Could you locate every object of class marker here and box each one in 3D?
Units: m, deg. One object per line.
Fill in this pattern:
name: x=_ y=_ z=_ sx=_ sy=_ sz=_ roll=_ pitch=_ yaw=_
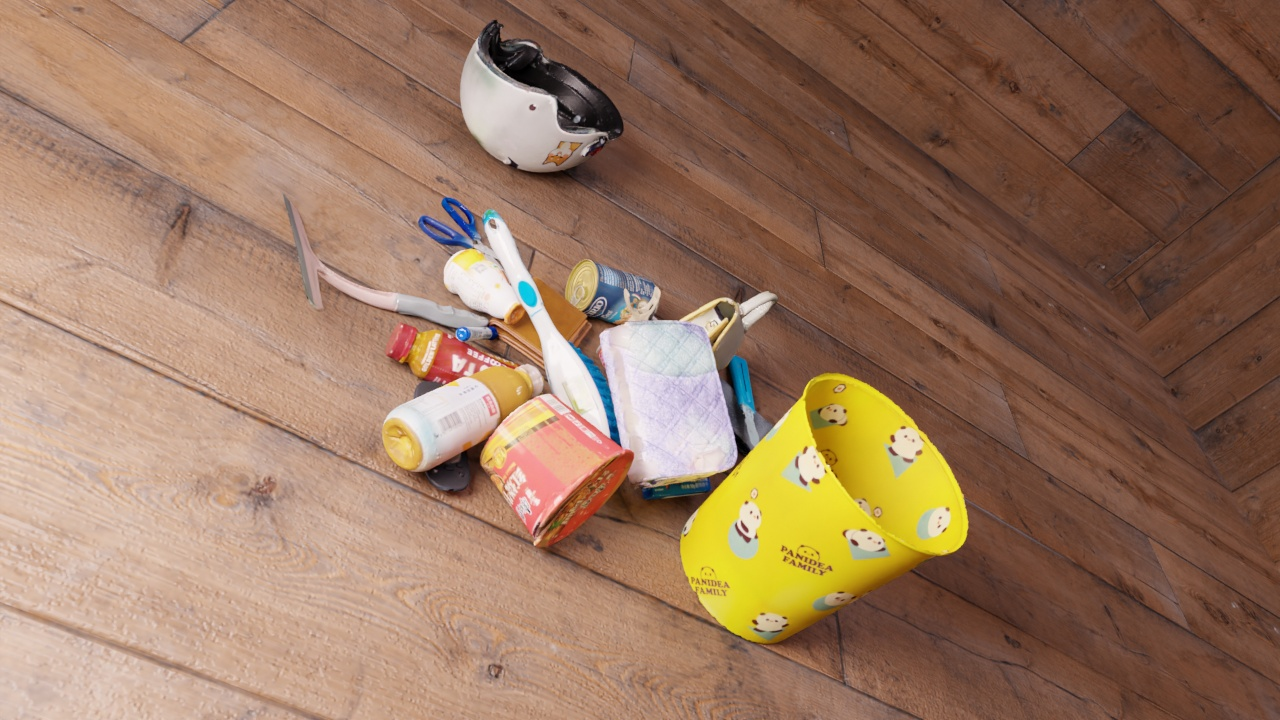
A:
marker: x=-0.187 y=-0.030 z=1.051 sx=0.017 sy=0.017 sz=0.145 roll=43 pitch=4 yaw=1

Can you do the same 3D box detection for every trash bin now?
trash bin: x=0.191 y=0.181 z=1.042 sx=0.229 sy=0.256 sz=0.229 roll=27 pitch=36 yaw=-22

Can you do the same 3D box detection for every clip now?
clip: x=0.000 y=-0.054 z=1.256 sx=0.071 sy=0.100 sz=0.034 roll=-6 pitch=32 yaw=-15

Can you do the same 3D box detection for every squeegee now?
squeegee: x=-0.285 y=-0.075 z=1.046 sx=0.249 sy=0.040 sz=0.247 roll=22 pitch=20 yaw=-36

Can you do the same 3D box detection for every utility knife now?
utility knife: x=0.153 y=0.059 z=1.327 sx=0.034 sy=0.018 sz=0.237 roll=33 pitch=25 yaw=-19

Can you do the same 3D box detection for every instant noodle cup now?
instant noodle cup: x=-0.091 y=0.108 z=0.957 sx=0.108 sy=0.138 sz=0.137 roll=44 pitch=32 yaw=18

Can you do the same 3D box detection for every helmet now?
helmet: x=-0.167 y=-0.375 z=1.404 sx=0.230 sy=0.157 sz=0.273 roll=54 pitch=24 yaw=20

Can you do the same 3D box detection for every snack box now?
snack box: x=0.032 y=0.090 z=1.132 sx=0.084 sy=0.026 sz=0.157 roll=-1 pitch=72 yaw=-31

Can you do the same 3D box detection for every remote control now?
remote control: x=-0.210 y=0.081 z=0.956 sx=0.053 sy=0.024 sz=0.136 roll=10 pitch=47 yaw=-35

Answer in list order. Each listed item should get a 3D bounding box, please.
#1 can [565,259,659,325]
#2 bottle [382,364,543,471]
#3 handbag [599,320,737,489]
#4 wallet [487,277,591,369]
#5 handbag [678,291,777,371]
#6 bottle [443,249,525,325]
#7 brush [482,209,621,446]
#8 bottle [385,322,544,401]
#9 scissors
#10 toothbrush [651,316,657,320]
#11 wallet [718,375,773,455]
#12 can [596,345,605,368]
can: x=-0.039 y=-0.091 z=1.282 sx=0.111 sy=0.075 sz=0.075 roll=14 pitch=42 yaw=-36
bottle: x=-0.174 y=0.051 z=0.938 sx=0.068 sy=0.068 sz=0.189 roll=49 pitch=40 yaw=11
handbag: x=0.030 y=0.052 z=1.082 sx=0.134 sy=0.076 sz=0.193 roll=-1 pitch=70 yaw=-33
wallet: x=-0.120 y=-0.044 z=1.182 sx=0.119 sy=0.035 sz=0.130 roll=39 pitch=35 yaw=-4
handbag: x=0.115 y=-0.038 z=1.255 sx=0.063 sy=0.179 sz=0.163 roll=56 pitch=3 yaw=14
bottle: x=-0.188 y=-0.087 z=1.121 sx=0.108 sy=0.063 sz=0.063 roll=39 pitch=31 yaw=19
brush: x=-0.103 y=-0.028 z=1.077 sx=0.314 sy=0.060 sz=0.109 roll=65 pitch=7 yaw=13
bottle: x=-0.195 y=0.010 z=1.022 sx=0.174 sy=0.058 sz=0.057 roll=25 pitch=37 yaw=-24
scissors: x=-0.222 y=-0.161 z=1.233 sx=0.162 sy=0.012 sz=0.164 roll=13 pitch=44 yaw=-39
toothbrush: x=0.041 y=-0.047 z=1.367 sx=0.180 sy=0.016 sz=0.016 roll=44 pitch=35 yaw=2
wallet: x=0.131 y=0.075 z=1.321 sx=0.121 sy=0.019 sz=0.097 roll=45 pitch=31 yaw=7
can: x=-0.007 y=0.007 z=1.210 sx=0.094 sy=0.067 sz=0.066 roll=51 pitch=34 yaw=13
